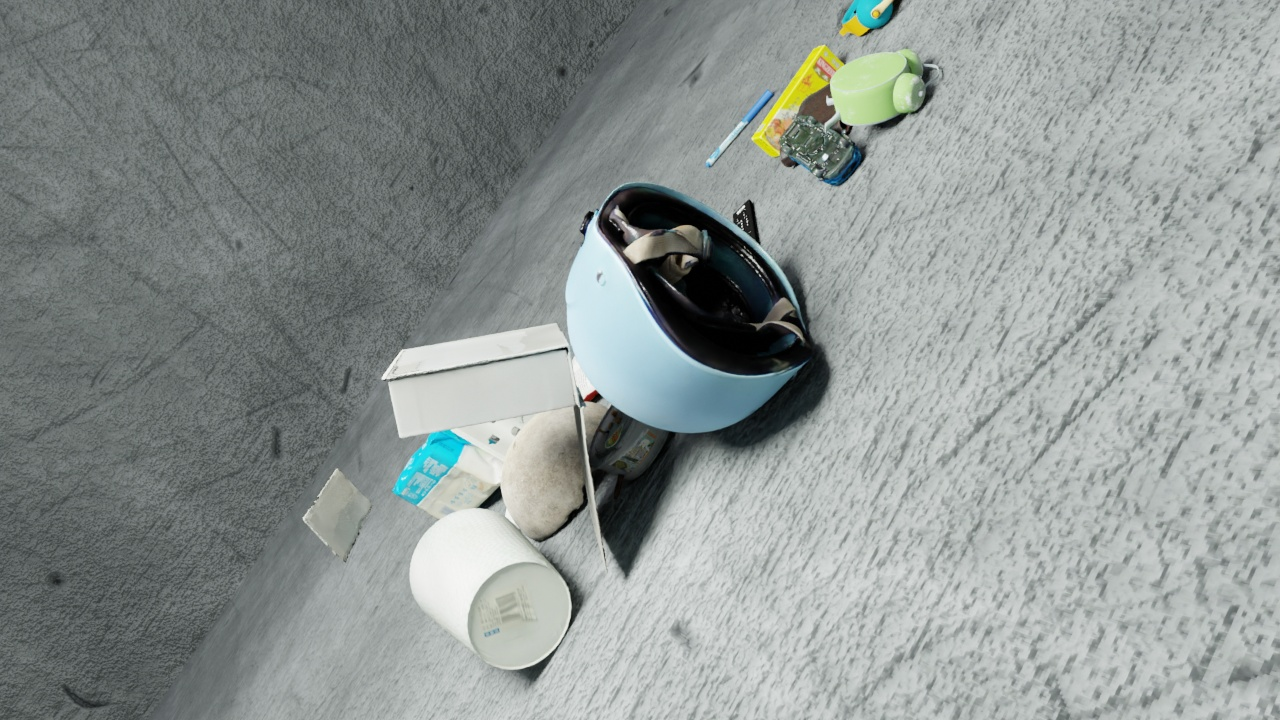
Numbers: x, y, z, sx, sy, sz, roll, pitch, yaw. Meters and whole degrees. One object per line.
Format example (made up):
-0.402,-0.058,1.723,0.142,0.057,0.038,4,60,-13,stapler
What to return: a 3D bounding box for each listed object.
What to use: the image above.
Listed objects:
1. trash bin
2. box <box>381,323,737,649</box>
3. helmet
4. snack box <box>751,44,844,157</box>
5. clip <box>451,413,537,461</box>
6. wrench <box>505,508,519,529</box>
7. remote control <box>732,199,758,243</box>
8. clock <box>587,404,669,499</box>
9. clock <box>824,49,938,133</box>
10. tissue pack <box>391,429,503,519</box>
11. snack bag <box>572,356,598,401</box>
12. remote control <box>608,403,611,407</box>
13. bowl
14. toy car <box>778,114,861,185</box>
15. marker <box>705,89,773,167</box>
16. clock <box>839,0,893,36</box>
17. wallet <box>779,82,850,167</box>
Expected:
-0.148,0.231,0.925,0.133,0.133,0.161,-58,25,-11,trash bin
-0.070,0.109,0.893,0.172,0.380,0.167,-39,12,0,box
0.029,-0.046,0.834,0.167,0.225,0.264,-49,20,34,helmet
0.202,-0.331,1.174,0.148,0.040,0.029,-55,20,-3,snack box
-0.166,0.081,1.226,0.143,0.125,0.075,-47,-18,-47,clip
-0.163,0.185,1.190,0.066,0.018,0.272,-45,22,24,wrench
0.126,-0.154,1.099,0.030,0.009,0.139,-44,22,26,remote control
-0.004,0.064,0.964,0.148,0.056,0.104,-55,16,5,clock
0.247,-0.283,0.951,0.119,0.042,0.094,-10,40,20,clock
-0.267,0.161,1.288,0.210,0.117,0.065,-45,20,45,tissue pack
-0.066,0.012,1.215,0.144,0.039,0.130,-44,25,36,snack bag
-0.007,0.007,1.092,0.050,0.011,0.135,0,68,68,remote control
-0.113,0.115,1.085,0.179,0.081,0.178,-50,19,23,bowl
0.199,-0.230,1.004,0.056,0.043,0.120,-50,35,12,toy car
0.145,-0.344,1.365,0.142,0.013,0.013,-48,21,18,marker
0.300,-0.459,1.162,0.099,0.043,0.130,-57,13,-7,clock
0.219,-0.294,1.093,0.100,0.031,0.119,-21,37,52,wallet
